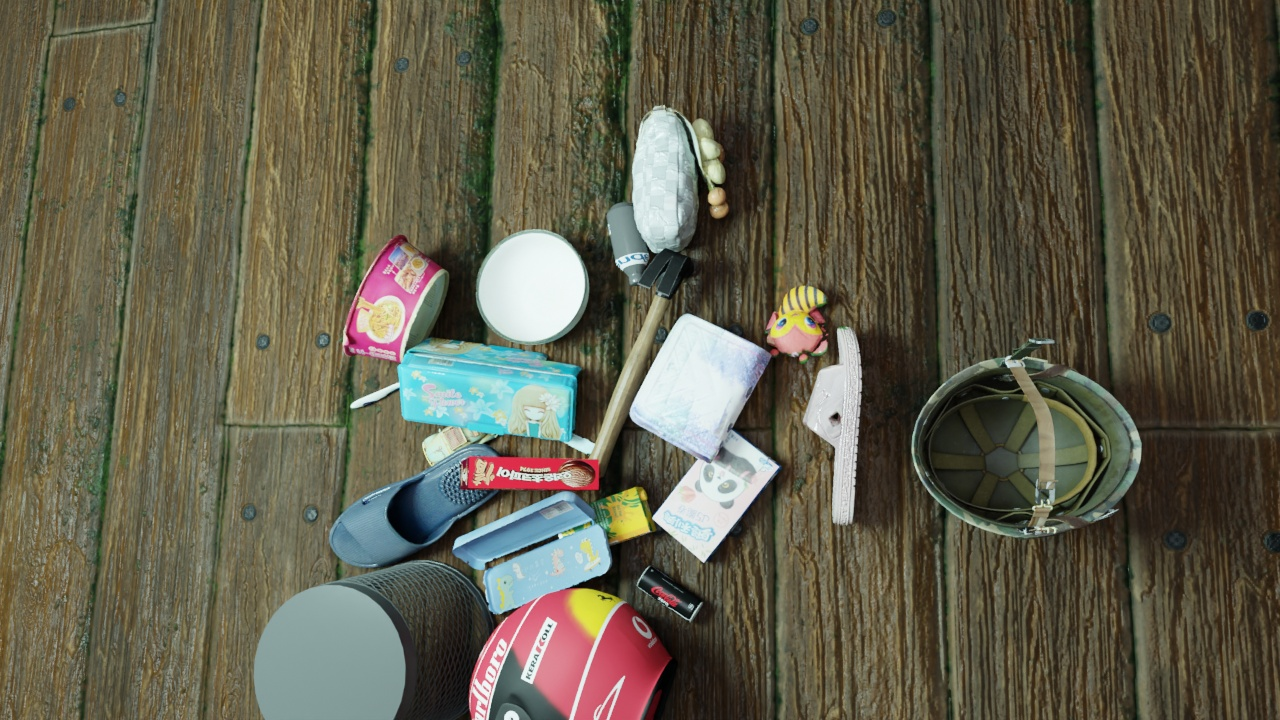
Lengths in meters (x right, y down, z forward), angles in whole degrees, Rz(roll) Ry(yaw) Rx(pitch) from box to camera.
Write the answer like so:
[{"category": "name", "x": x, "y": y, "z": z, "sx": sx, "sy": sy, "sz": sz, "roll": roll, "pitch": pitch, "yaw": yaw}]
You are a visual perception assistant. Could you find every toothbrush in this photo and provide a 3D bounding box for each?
[{"category": "toothbrush", "x": -0.323, "y": 0.034, "z": 1.283, "sx": 0.189, "sy": 0.016, "sz": 0.017, "roll": -21, "pitch": 87, "yaw": 9}]

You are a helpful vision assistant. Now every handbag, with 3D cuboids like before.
[{"category": "handbag", "x": 0.053, "y": -0.226, "z": 1.184, "sx": 0.123, "sy": 0.112, "sz": 0.171, "roll": 0, "pitch": 81, "yaw": 7}, {"category": "handbag", "x": 0.077, "y": 0.036, "z": 1.150, "sx": 0.126, "sy": 0.069, "sz": 0.158, "roll": 28, "pitch": 88, "yaw": 31}]

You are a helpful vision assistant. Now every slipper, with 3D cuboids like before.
[{"category": "slipper", "x": 0.228, "y": 0.077, "z": 1.102, "sx": 0.064, "sy": 0.094, "sz": 0.239, "roll": 2, "pitch": 85, "yaw": 9}, {"category": "slipper", "x": -0.293, "y": 0.203, "z": 1.199, "sx": 0.264, "sy": 0.082, "sz": 0.101, "roll": -30, "pitch": 105, "yaw": 7}]

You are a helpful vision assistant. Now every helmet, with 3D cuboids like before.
[{"category": "helmet", "x": 0.409, "y": 0.092, "z": 0.978, "sx": 0.225, "sy": 0.236, "sz": 0.192, "roll": -7, "pitch": 75, "yaw": 23}, {"category": "helmet", "x": -0.089, "y": 0.402, "z": 1.076, "sx": 0.225, "sy": 0.197, "sz": 0.271, "roll": 16, "pitch": 94, "yaw": 15}]

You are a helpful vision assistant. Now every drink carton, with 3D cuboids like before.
[{"category": "drink carton", "x": -0.043, "y": 0.207, "z": 1.174, "sx": 0.122, "sy": 0.041, "sz": 0.058, "roll": -21, "pitch": 77, "yaw": 10}]

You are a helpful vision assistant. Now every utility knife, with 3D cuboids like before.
[{"category": "utility knife", "x": -0.157, "y": 0.072, "z": 1.238, "sx": 0.228, "sy": 0.019, "sz": 0.030, "roll": 25, "pitch": 94, "yaw": 12}]

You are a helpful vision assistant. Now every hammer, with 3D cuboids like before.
[{"category": "hammer", "x": -0.007, "y": 0.007, "z": 1.169, "sx": 0.040, "sy": 0.132, "sz": 0.305, "roll": 23, "pitch": 96, "yaw": 11}]

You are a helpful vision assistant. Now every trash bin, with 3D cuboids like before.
[{"category": "trash bin", "x": -0.318, "y": 0.360, "z": 1.120, "sx": 0.218, "sy": 0.227, "sz": 0.217, "roll": -2, "pitch": 81, "yaw": 13}]

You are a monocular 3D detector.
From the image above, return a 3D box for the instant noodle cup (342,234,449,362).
[{"category": "instant noodle cup", "x": -0.319, "y": -0.071, "z": 1.227, "sx": 0.077, "sy": 0.178, "sz": 0.178, "roll": 24, "pitch": 87, "yaw": -1}]

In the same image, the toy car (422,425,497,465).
[{"category": "toy car", "x": -0.247, "y": 0.105, "z": 1.236, "sx": 0.112, "sy": 0.047, "sz": 0.047, "roll": -30, "pitch": 79, "yaw": 7}]

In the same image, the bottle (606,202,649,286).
[{"category": "bottle", "x": -0.015, "y": -0.154, "z": 1.220, "sx": 0.047, "sy": 0.047, "sz": 0.112, "roll": -14, "pitch": 79, "yaw": 11}]

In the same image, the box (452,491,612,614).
[{"category": "box", "x": -0.135, "y": 0.241, "z": 1.159, "sx": 0.210, "sy": 0.047, "sz": 0.122, "roll": -27, "pitch": 98, "yaw": 29}]

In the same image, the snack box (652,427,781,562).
[{"category": "snack box", "x": 0.095, "y": 0.166, "z": 1.151, "sx": 0.088, "sy": 0.033, "sz": 0.154, "roll": 38, "pitch": 92, "yaw": 17}]

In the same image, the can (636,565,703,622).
[{"category": "can", "x": 0.037, "y": 0.291, "z": 1.146, "sx": 0.080, "sy": 0.031, "sz": 0.031, "roll": 31, "pitch": 89, "yaw": 16}]

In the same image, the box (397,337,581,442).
[{"category": "box", "x": -0.192, "y": 0.024, "z": 1.217, "sx": 0.227, "sy": 0.116, "sz": 0.097, "roll": 8, "pitch": 126, "yaw": 3}]

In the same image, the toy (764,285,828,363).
[{"category": "toy", "x": 0.197, "y": -0.044, "z": 1.153, "sx": 0.084, "sy": 0.046, "sz": 0.103, "roll": 7, "pitch": 72, "yaw": 37}]

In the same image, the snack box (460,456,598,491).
[{"category": "snack box", "x": -0.140, "y": 0.141, "z": 1.130, "sx": 0.152, "sy": 0.133, "sz": 0.035, "roll": 3, "pitch": 81, "yaw": -14}]

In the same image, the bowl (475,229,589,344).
[{"category": "bowl", "x": -0.136, "y": -0.092, "z": 1.226, "sx": 0.153, "sy": 0.073, "sz": 0.153, "roll": -2, "pitch": 82, "yaw": 14}]
